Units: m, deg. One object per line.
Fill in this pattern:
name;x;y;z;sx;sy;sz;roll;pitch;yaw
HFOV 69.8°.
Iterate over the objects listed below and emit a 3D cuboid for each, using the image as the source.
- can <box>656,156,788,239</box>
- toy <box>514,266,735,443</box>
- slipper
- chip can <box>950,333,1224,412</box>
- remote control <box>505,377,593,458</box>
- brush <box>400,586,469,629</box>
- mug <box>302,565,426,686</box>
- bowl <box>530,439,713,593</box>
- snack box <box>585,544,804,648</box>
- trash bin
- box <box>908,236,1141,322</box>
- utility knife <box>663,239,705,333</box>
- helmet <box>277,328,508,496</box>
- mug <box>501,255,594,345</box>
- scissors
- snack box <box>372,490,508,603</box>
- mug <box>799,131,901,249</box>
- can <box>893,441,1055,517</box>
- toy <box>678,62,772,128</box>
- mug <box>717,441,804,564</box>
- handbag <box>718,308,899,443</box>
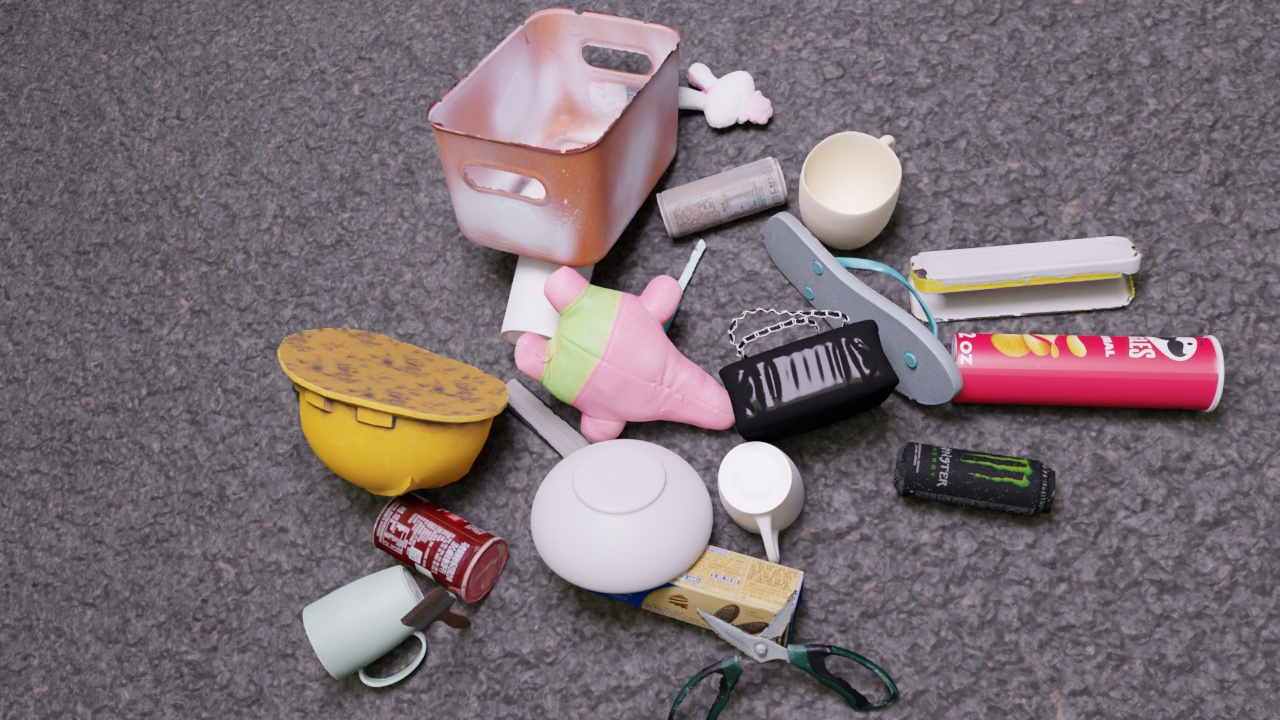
can;0.089;-0.177;1.001;0.136;0.054;0.054;-16;69;8
toy;-0.006;0.005;0.931;0.236;0.096;0.192;27;99;-5
slipper;0.225;-0.056;0.919;0.054;0.098;0.268;-29;58;-22
chip can;0.407;0.009;0.855;0.221;0.069;0.069;1;72;14
remote control;-0.100;0.069;0.988;0.136;0.013;0.033;39;85;20
brush;-0.188;0.245;0.880;0.045;0.143;0.008;-41;69;-11
mug;-0.267;0.274;0.932;0.104;0.084;0.111;-28;96;-10
bowl;-0.019;0.132;0.874;0.176;0.066;0.176;-2;39;1
snack box;0.048;0.211;0.874;0.207;0.057;0.056;12;42;17
trash bin;-0.078;-0.233;0.961;0.182;0.158;0.258;15;48;17
box;0.375;-0.085;0.907;0.210;0.070;0.067;-5;51;11
utility knife;0.028;-0.056;0.996;0.022;0.015;0.176;23;79;11
helmet;-0.263;0.067;0.951;0.256;0.204;0.131;22;107;35
mug;-0.100;-0.068;0.996;0.082;0.082;0.105;7;75;16
scissors;0.116;0.297;0.833;0.201;0.015;0.204;32;110;-8
snack box;-0.206;0.190;0.943;0.121;0.072;0.072;23;79;20
mug;0.220;-0.174;0.944;0.096;0.100;0.120;39;79;19
can;0.308;0.110;0.853;0.138;0.054;0.054;8;74;16
toy;0.095;-0.299;1.049;0.123;0.038;0.079;27;68;20
mug;0.116;0.136;0.873;0.081;0.087;0.114;-12;70;9
handbag;0.155;0.012;0.884;0.154;0.125;0.114;-22;69;4
